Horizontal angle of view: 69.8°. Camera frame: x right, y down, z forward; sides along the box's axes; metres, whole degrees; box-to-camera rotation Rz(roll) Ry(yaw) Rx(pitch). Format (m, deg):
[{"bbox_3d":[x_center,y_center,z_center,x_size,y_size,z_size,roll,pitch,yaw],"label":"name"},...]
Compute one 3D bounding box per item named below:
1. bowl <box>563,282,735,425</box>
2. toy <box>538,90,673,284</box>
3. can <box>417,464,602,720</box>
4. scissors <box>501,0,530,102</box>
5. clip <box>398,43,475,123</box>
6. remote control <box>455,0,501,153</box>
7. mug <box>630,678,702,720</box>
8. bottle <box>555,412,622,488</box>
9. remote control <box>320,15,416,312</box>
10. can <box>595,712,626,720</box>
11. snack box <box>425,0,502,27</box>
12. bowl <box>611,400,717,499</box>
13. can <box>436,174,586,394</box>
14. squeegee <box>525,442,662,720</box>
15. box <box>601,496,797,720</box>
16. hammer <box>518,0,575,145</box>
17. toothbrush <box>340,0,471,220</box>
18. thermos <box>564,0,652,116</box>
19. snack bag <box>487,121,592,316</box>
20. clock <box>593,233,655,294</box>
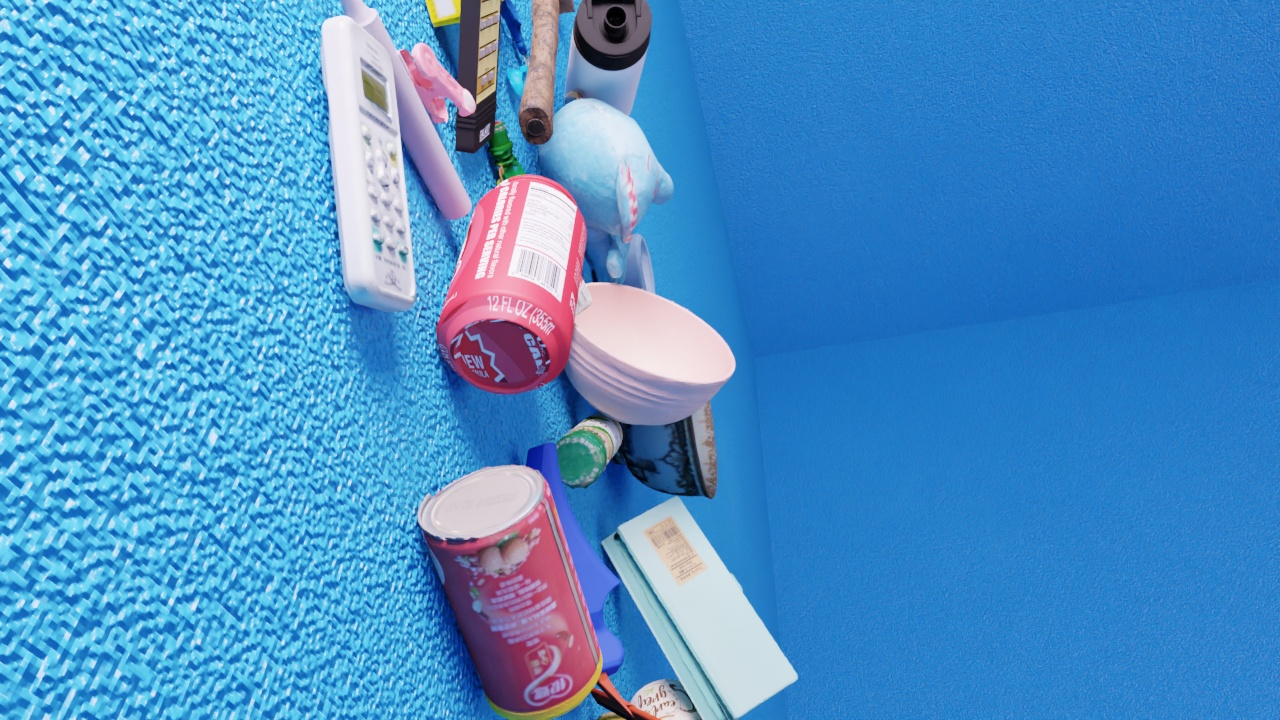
[{"bbox_3d":[-0.005,0.005,0.771,0.152,0.153,0.076,-77,-170,-63],"label":"bowl"},{"bbox_3d":[-0.024,-0.144,0.813,0.181,0.114,0.183,81,-15,-45],"label":"toy"},{"bbox_3d":[-0.065,0.121,0.480,0.066,0.067,0.124,-78,157,-63],"label":"can"},{"bbox_3d":[-0.097,-0.260,0.772,0.129,0.014,0.117,-69,148,-69],"label":"scissors"},{"bbox_3d":[-0.124,-0.159,0.537,0.060,0.044,0.023,22,53,-46],"label":"clip"},{"bbox_3d":[-0.101,-0.203,0.581,0.058,0.013,0.134,-78,177,-62],"label":"remote control"},{"bbox_3d":[0.025,0.344,0.784,0.097,0.081,0.122,-118,-143,-58],"label":"mug"},{"bbox_3d":[-0.040,0.069,0.734,0.109,0.043,0.042,-40,121,-78],"label":"bottle"},{"bbox_3d":[-0.129,-0.090,0.429,0.050,0.022,0.133,21,61,-78],"label":"remote control"},{"bbox_3d":[-0.005,0.317,0.686,0.059,0.054,0.099,64,20,-64],"label":"can"},{"bbox_3d":[-0.121,-0.279,0.627,0.152,0.025,0.075,-79,158,-61],"label":"snack box"},{"bbox_3d":[0.016,0.060,0.898,0.159,0.094,0.160,-8,89,-80],"label":"bowl"},{"bbox_3d":[-0.074,-0.048,0.552,0.142,0.074,0.074,-87,164,-48],"label":"can"},{"bbox_3d":[-0.043,0.144,0.594,0.250,0.055,0.184,131,-54,-70],"label":"squeegee"},{"bbox_3d":[0.053,0.212,0.787,0.188,0.091,0.077,57,2,25],"label":"box"},{"bbox_3d":[-0.079,-0.281,0.779,0.120,0.033,0.329,77,7,-47],"label":"hammer"},{"bbox_3d":[-0.131,-0.148,0.478,0.188,0.019,0.018,70,14,-49],"label":"toothbrush"},{"bbox_3d":[-0.033,-0.281,0.820,0.230,0.068,0.101,162,-76,-84],"label":"thermos"},{"bbox_3d":[-0.080,-0.103,0.681,0.087,0.044,0.155,-91,164,-59],"label":"snack bag"},{"bbox_3d":[-0.014,-0.076,0.966,0.088,0.052,0.124,-6,87,-81],"label":"clock"}]
